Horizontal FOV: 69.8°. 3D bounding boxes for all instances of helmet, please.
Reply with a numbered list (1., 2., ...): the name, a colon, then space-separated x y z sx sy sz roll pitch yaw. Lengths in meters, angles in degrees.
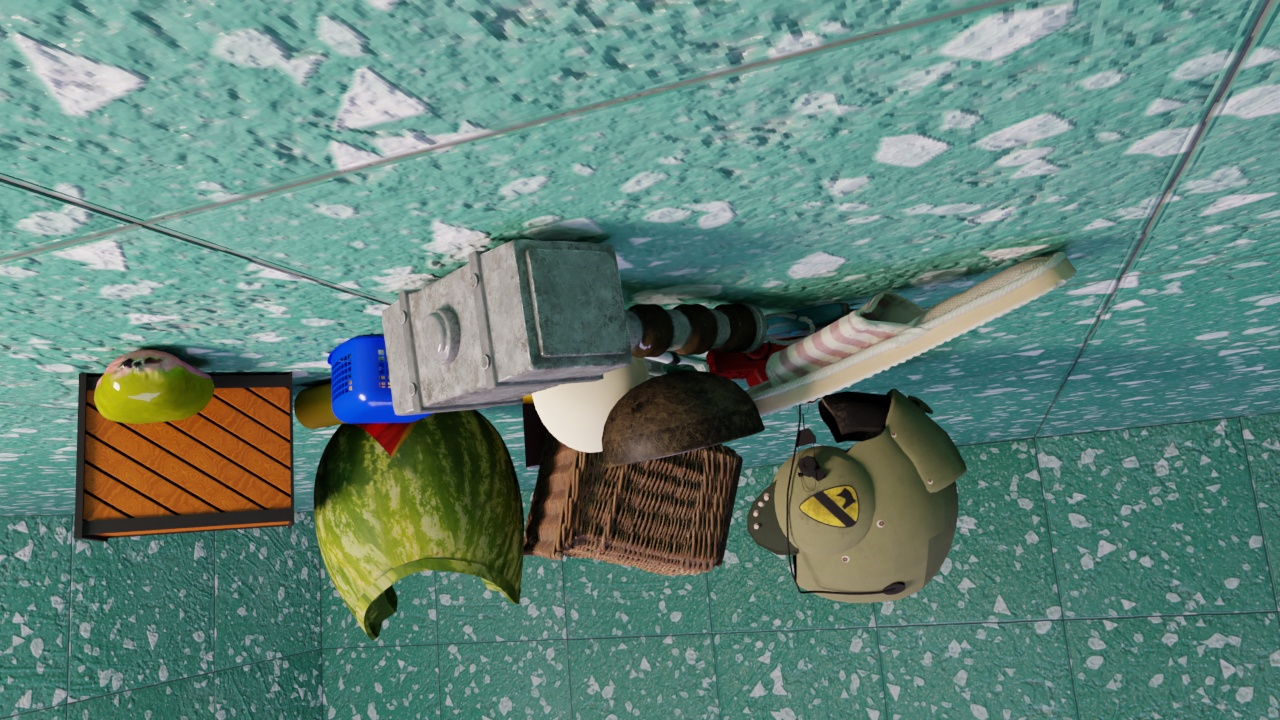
1. helmet: -0.238 0.149 0.985 0.213 0.246 0.244 -14 142 -5
2. helmet: 0.233 0.135 1.010 0.233 0.255 0.250 -3 171 7

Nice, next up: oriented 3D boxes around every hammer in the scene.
1. hammer: -0.003 -0.021 0.653 0.325 0.079 0.177 -3 171 -41

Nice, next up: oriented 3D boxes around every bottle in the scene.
1. bottle: -0.275 0.038 0.901 0.144 0.043 0.043 -11 168 30

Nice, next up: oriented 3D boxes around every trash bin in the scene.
1. trash bin: -0.423 0.093 0.870 0.171 0.139 0.140 0 169 -22

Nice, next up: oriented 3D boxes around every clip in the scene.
1. clip: -0.004 0.005 0.906 0.044 0.023 0.076 -12 169 26

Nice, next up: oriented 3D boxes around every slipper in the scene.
1. slipper: 0.184 -0.024 0.685 0.264 0.052 0.114 -26 178 25

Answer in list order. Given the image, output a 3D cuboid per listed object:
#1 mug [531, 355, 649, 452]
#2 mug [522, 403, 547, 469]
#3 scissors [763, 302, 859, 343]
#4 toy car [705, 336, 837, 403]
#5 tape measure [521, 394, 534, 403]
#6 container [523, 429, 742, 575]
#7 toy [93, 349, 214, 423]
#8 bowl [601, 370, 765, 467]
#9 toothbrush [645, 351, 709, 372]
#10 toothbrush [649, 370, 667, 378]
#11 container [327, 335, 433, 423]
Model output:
1. mug: -0.032 0.010 0.752 0.120 0.096 0.100 -41 167 -13
2. mug: -0.095 0.090 1.152 0.106 0.082 0.073 -9 169 21
3. scissors: 0.121 -0.028 0.793 0.145 0.019 0.133 -3 169 -15
4. toy car: 0.152 0.007 0.874 0.170 0.061 0.070 -4 170 -2
5. tape measure: -0.103 0.031 0.981 0.068 0.030 0.059 1 170 -29
6. container: -0.014 0.151 0.999 0.183 0.162 0.250 16 166 -11
7. toy: -0.397 0.022 0.748 0.090 0.051 0.110 -2 167 -25
8. bowl: 0.026 0.037 0.677 0.121 0.056 0.121 -13 177 -1
9. toothbrush: 0.028 0.000 0.903 0.012 0.017 0.186 -38 156 20
10. toothbrush: -0.015 0.011 0.949 0.022 0.015 0.154 -42 154 19
11. container: -0.216 0.020 0.790 0.096 0.058 0.114 1 168 -30
